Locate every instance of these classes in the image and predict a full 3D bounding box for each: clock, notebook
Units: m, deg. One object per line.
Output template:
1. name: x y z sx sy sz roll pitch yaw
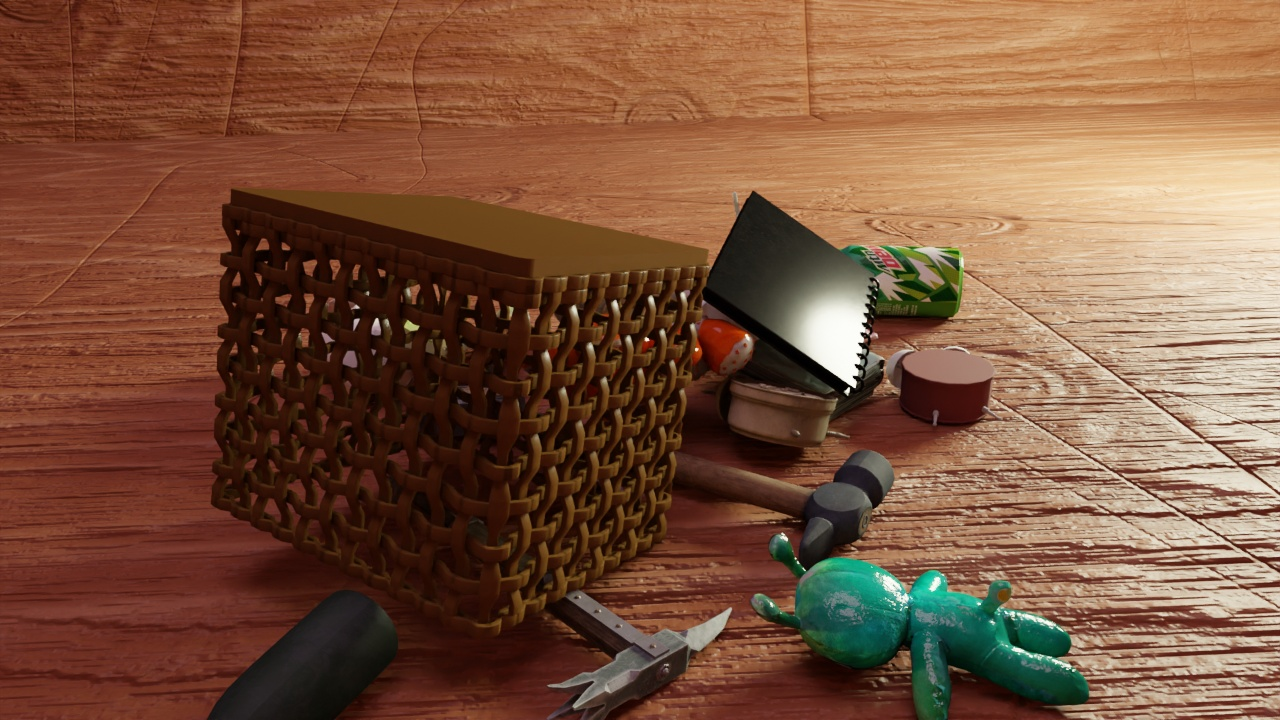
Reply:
1. clock: 0.107 0.045 0.809 0.092 0.054 0.141 6 6 -44
2. clock: 0.287 0.020 0.876 0.087 0.044 0.124 -4 23 -5
3. notebook: 0.154 -0.071 0.889 0.169 0.019 0.230 34 35 -4

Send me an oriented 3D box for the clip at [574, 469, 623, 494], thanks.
1. clip: -0.042 0.102 0.746 0.050 0.046 0.014 45 31 -2

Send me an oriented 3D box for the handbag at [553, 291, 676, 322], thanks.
1. handbag: -0.028 -0.053 0.997 0.172 0.112 0.123 0 54 34

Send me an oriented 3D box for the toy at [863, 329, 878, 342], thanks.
1. toy: 0.202 -0.033 1.010 0.125 0.037 0.076 13 5 -23

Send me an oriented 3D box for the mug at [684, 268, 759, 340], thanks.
1. mug: 0.084 -0.051 0.917 0.094 0.068 0.115 -9 19 32

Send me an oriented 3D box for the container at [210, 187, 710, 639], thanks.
1. container: -0.121 0.010 0.633 0.252 0.214 0.219 16 15 29

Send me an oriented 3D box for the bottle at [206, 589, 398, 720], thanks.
1. bottle: -0.203 0.194 0.487 0.055 0.055 0.173 8 26 23

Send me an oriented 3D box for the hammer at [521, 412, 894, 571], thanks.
1. hammer: 0.030 0.088 0.750 0.322 0.040 0.129 12 31 32

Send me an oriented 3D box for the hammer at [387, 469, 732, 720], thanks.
1. hammer: -0.090 0.139 0.644 0.146 0.028 0.317 -14 26 -41

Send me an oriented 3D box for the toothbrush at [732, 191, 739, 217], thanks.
1. toothbrush: 0.112 -0.088 0.974 0.010 0.181 0.010 -23 18 -36

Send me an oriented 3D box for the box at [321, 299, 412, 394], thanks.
1. box: -0.293 -0.019 0.964 0.081 0.091 0.160 20 5 -37

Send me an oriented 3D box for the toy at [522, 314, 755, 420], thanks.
1. toy: -0.005 0.005 0.800 0.172 0.092 0.164 -1 -14 -39

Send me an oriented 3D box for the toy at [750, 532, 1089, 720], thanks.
1. toy: 0.162 0.153 0.545 0.193 0.072 0.130 11 24 8

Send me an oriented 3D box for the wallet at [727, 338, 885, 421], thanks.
1. wallet: 0.162 0.009 0.904 0.100 0.054 0.132 -30 34 -28

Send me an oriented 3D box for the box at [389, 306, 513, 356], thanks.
1. box: -0.190 -0.031 0.952 0.133 0.061 0.188 -9 8 -5

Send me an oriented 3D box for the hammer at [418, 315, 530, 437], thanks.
1. hammer: -0.152 0.000 0.971 0.098 0.044 0.321 -1 20 3

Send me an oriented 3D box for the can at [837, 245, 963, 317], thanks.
1. can: 0.306 -0.095 1.099 0.144 0.083 0.082 3 23 13
